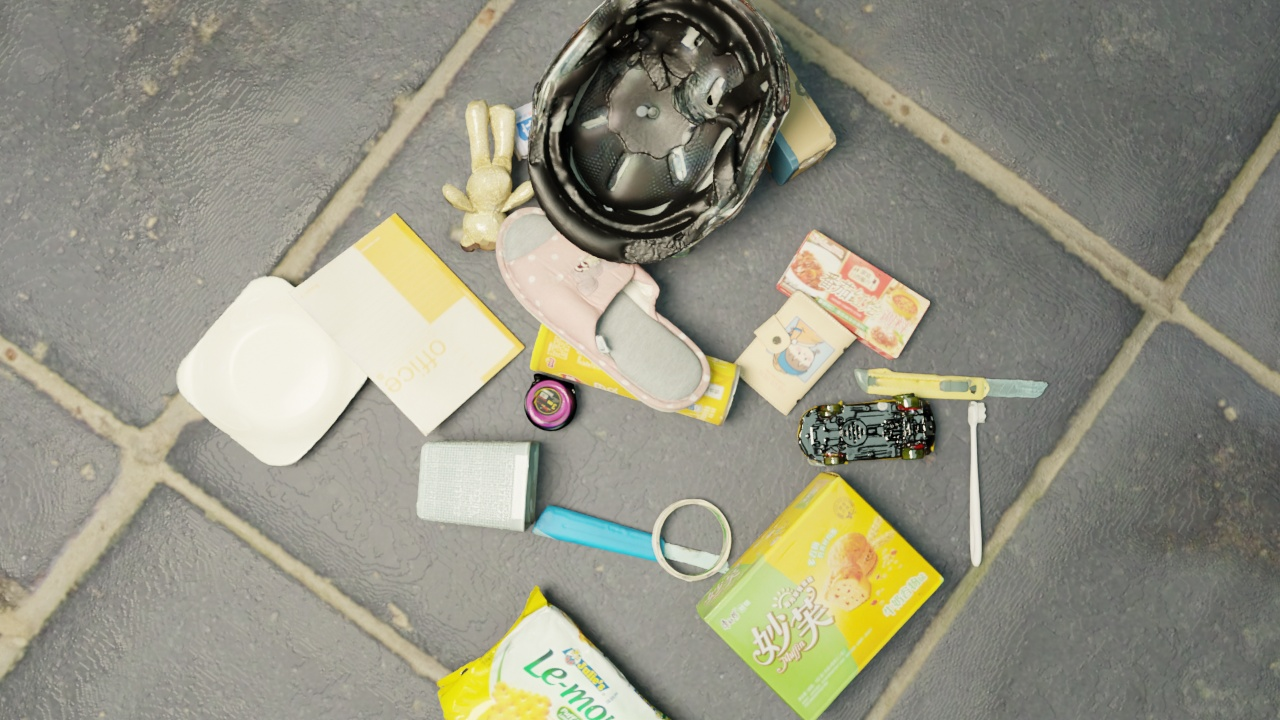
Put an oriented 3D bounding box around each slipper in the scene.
[{"bbox_3d":[-0.038,-0.058,0.923,0.114,0.055,0.274,-41,80,-24],"label":"slipper"}]

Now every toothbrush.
[{"bbox_3d":[0.370,0.135,1.008,0.016,0.016,0.180,2,86,-8],"label":"toothbrush"}]

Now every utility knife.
[{"bbox_3d":[-0.006,0.197,0.985,0.218,0.018,0.034,16,82,-6],"label":"utility knife"},{"bbox_3d":[0.343,0.027,1.016,0.216,0.022,0.031,3,92,-7],"label":"utility knife"}]

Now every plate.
[{"bbox_3d":[-0.383,0.012,0.971,0.163,0.034,0.164,40,85,0],"label":"plate"}]

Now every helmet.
[{"bbox_3d":[0.015,-0.244,0.909,0.230,0.156,0.275,28,114,-10],"label":"helmet"}]

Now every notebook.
[{"bbox_3d":[-0.245,-0.041,0.974,0.206,0.010,0.145,46,69,1],"label":"notebook"}]

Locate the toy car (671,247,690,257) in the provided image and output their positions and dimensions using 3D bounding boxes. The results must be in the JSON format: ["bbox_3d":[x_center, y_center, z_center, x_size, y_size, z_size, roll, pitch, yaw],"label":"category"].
[{"bbox_3d":[0.039,-0.156,0.998,0.043,0.036,0.091,9,84,0],"label":"toy car"}]

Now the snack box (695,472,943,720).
[{"bbox_3d":[0.186,0.245,0.965,0.157,0.070,0.210,44,85,0],"label":"snack box"}]

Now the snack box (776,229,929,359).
[{"bbox_3d":[0.233,-0.072,1.008,0.153,0.025,0.075,32,86,0],"label":"snack box"}]

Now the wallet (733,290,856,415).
[{"bbox_3d":[0.163,-0.011,0.994,0.087,0.024,0.115,41,101,-1],"label":"wallet"}]

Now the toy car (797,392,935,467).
[{"bbox_3d":[0.244,0.075,0.992,0.156,0.041,0.071,-5,87,-4],"label":"toy car"}]

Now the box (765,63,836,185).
[{"bbox_3d":[0.132,-0.283,0.985,0.062,0.090,0.184,-35,86,-4],"label":"box"}]

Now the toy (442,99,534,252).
[{"bbox_3d":[-0.160,-0.191,0.958,0.105,0.066,0.157,-11,119,-33],"label":"toy"}]

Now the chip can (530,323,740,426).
[{"bbox_3d":[-0.006,0.006,0.970,0.213,0.072,0.072,17,86,-1],"label":"chip can"}]

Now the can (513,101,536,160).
[{"bbox_3d":[-0.081,-0.266,0.991,0.134,0.053,0.053,-26,88,-4],"label":"can"}]

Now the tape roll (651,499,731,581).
[{"bbox_3d":[0.055,0.192,0.982,0.085,0.014,0.085,2,82,-14],"label":"tape roll"}]

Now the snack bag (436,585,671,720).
[{"bbox_3d":[-0.076,0.373,0.948,0.158,0.068,0.246,-44,89,-4],"label":"snack bag"}]

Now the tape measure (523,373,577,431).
[{"bbox_3d":[-0.096,0.047,0.980,0.057,0.039,0.057,14,81,-2],"label":"tape measure"}]

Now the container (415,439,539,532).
[{"bbox_3d":[-0.167,0.125,0.950,0.111,0.090,0.090,3,86,1],"label":"container"}]
